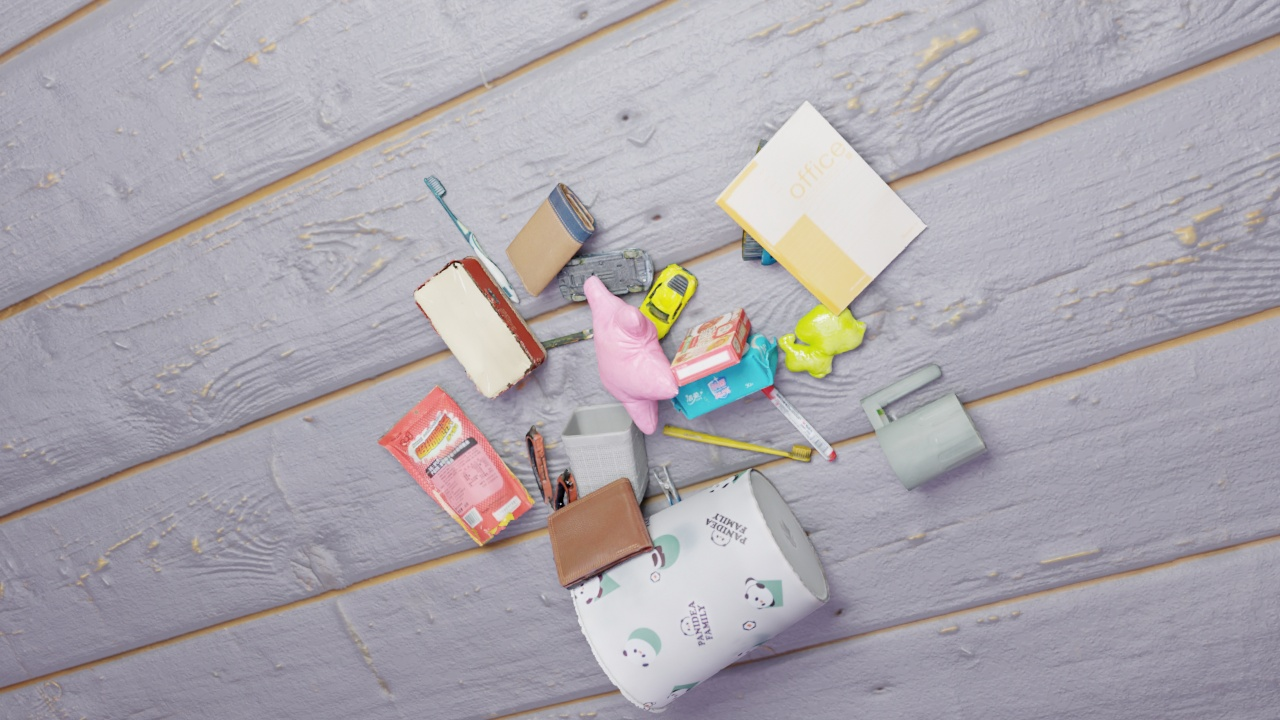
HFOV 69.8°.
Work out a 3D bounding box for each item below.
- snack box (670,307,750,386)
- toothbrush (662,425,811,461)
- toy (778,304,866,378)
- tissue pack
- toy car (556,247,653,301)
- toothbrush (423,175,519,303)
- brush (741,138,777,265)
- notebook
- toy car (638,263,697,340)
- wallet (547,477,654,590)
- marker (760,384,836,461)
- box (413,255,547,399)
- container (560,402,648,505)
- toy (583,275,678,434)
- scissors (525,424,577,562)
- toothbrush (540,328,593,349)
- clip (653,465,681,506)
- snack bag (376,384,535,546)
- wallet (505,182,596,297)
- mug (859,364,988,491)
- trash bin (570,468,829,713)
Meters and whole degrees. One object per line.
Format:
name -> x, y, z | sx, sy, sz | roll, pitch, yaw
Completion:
snack box -> 0.083, -0.018, 1.062 | 0.075, 0.152, 0.025 | -23, 103, 18
toothbrush -> 0.123, 0.103, 1.172 | 0.190, 0.015, 0.017 | 10, 106, 8
toy -> 0.216, -0.026, 1.099 | 0.097, 0.031, 0.100 | 14, 112, 8
tissue pack -> 0.104, 0.016, 1.102 | 0.134, 0.093, 0.050 | -24, 101, 18
toy car -> -0.044, -0.106, 1.120 | 0.121, 0.036, 0.054 | -6, 108, 10
toothbrush -> -0.208, -0.151, 1.149 | 0.018, 0.016, 0.191 | -35, 99, 9
brush -> 0.156, -0.177, 1.043 | 0.073, 0.055, 0.144 | 10, 110, 9
notebook -> 0.203, -0.164, 1.022 | 0.206, 0.010, 0.146 | 40, 101, -21
toy car -> 0.028, -0.067, 1.122 | 0.048, 0.032, 0.105 | 33, 114, -2
wallet -> -0.051, 0.210, 1.107 | 0.125, 0.101, 0.032 | -29, 139, 12
marker -> 0.192, 0.071, 1.146 | 0.017, 0.017, 0.145 | -41, 97, 21
box -> -0.203, -0.040, 1.142 | 0.091, 0.078, 0.168 | -35, 92, 15
container -> -0.041, 0.125, 1.175 | 0.090, 0.090, 0.114 | -6, 111, 13
toy -> -0.006, 0.006, 1.080 | 0.074, 0.178, 0.195 | -26, 129, -19
scissors -> -0.114, 0.190, 1.216 | 0.189, 0.015, 0.227 | 61, 152, 20
toothbrush -> -0.134, -0.016, 1.180 | 0.186, 0.017, 0.012 | -14, 96, 16
clip -> 0.037, 0.166, 1.208 | 0.036, 0.025, 0.058 | -27, 95, 10
snack bag -> -0.246, 0.145, 1.239 | 0.129, 0.073, 0.208 | -40, 92, 17
wallet -> -0.109, -0.144, 1.103 | 0.115, 0.033, 0.090 | -46, 56, 21
mug -> 0.336, 0.078, 1.093 | 0.103, 0.083, 0.124 | -30, 76, 18
trash bin -> 0.079, 0.274, 1.138 | 0.252, 0.229, 0.229 | -32, 100, 15
